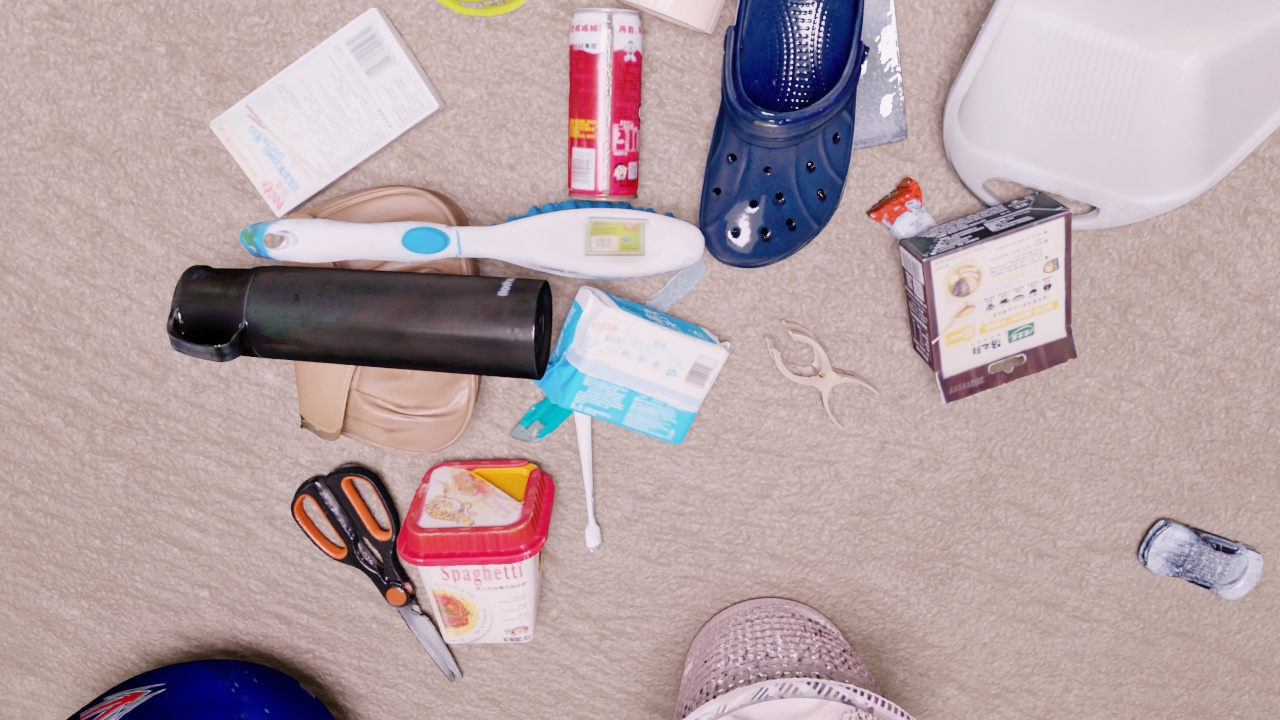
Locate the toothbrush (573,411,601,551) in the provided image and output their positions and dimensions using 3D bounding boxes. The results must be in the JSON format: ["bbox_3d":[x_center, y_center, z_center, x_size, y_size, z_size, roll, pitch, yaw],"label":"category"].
[{"bbox_3d":[-0.046,0.077,0.763,0.016,0.016,0.180,-7,110,-10],"label":"toothbrush"}]

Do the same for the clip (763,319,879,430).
[{"bbox_3d":[0.144,0.009,0.735,0.100,0.034,0.074,42,102,-14],"label":"clip"}]

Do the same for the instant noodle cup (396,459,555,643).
[{"bbox_3d":[-0.127,0.159,0.752,0.116,0.116,0.124,-1,118,2],"label":"instant noodle cup"}]

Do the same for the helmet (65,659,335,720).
[{"bbox_3d":[-0.352,0.404,0.755,0.239,0.248,0.316,-9,105,-31],"label":"helmet"}]

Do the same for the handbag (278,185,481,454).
[{"bbox_3d":[-0.195,-0.029,0.700,0.148,0.099,0.204,-3,101,-3],"label":"handbag"}]

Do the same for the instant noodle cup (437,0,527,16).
[{"bbox_3d":[-0.118,-0.293,0.610,0.112,0.123,0.112,0,106,1],"label":"instant noodle cup"}]

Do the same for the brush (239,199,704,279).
[{"bbox_3d":[-0.101,-0.083,0.635,0.314,0.109,0.060,-1,100,-15],"label":"brush"}]

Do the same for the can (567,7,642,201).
[{"bbox_3d":[-0.026,-0.186,0.673,0.053,0.053,0.133,2,106,1],"label":"can"}]

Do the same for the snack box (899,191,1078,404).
[{"bbox_3d":[0.262,-0.047,0.687,0.113,0.053,0.126,-19,124,-1],"label":"snack box"}]

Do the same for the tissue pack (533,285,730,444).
[{"bbox_3d":[-0.004,0.004,0.709,0.140,0.063,0.090,19,106,-27],"label":"tissue pack"}]

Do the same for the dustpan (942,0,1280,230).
[{"bbox_3d":[0.324,-0.188,0.593,0.222,0.258,0.142,15,82,-3],"label":"dustpan"}]

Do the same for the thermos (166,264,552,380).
[{"bbox_3d":[-0.185,-0.020,0.610,0.242,0.089,0.069,3,126,3],"label":"thermos"}]

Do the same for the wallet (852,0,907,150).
[{"bbox_3d":[0.143,-0.214,0.680,0.097,0.019,0.121,-9,107,7],"label":"wallet"}]

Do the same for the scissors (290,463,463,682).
[{"bbox_3d":[-0.231,0.197,0.811,0.139,0.021,0.235,-3,110,11],"label":"scissors"}]

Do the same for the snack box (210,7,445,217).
[{"bbox_3d":[-0.235,-0.186,0.694,0.157,0.026,0.085,-31,103,10],"label":"snack box"}]

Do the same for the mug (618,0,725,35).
[{"bbox_3d":[0.040,-0.282,0.616,0.081,0.114,0.106,8,112,-36],"label":"mug"}]

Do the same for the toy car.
[{"bbox_3d":[0.474,0.169,0.771,0.105,0.031,0.049,18,106,-4],"label":"toy car"}]

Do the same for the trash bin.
[{"bbox_3d":[0.113,0.301,0.735,0.227,0.192,0.228,1,105,2],"label":"trash bin"}]

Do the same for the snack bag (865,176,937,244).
[{"bbox_3d":[0.220,-0.089,0.707,0.045,0.026,0.105,-38,103,6],"label":"snack bag"}]

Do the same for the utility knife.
[{"bbox_3d":[-0.026,-0.005,0.746,0.029,0.013,0.219,42,102,-14],"label":"utility knife"}]

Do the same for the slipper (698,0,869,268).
[{"bbox_3d":[0.104,-0.182,0.637,0.105,0.095,0.253,11,107,6],"label":"slipper"}]
